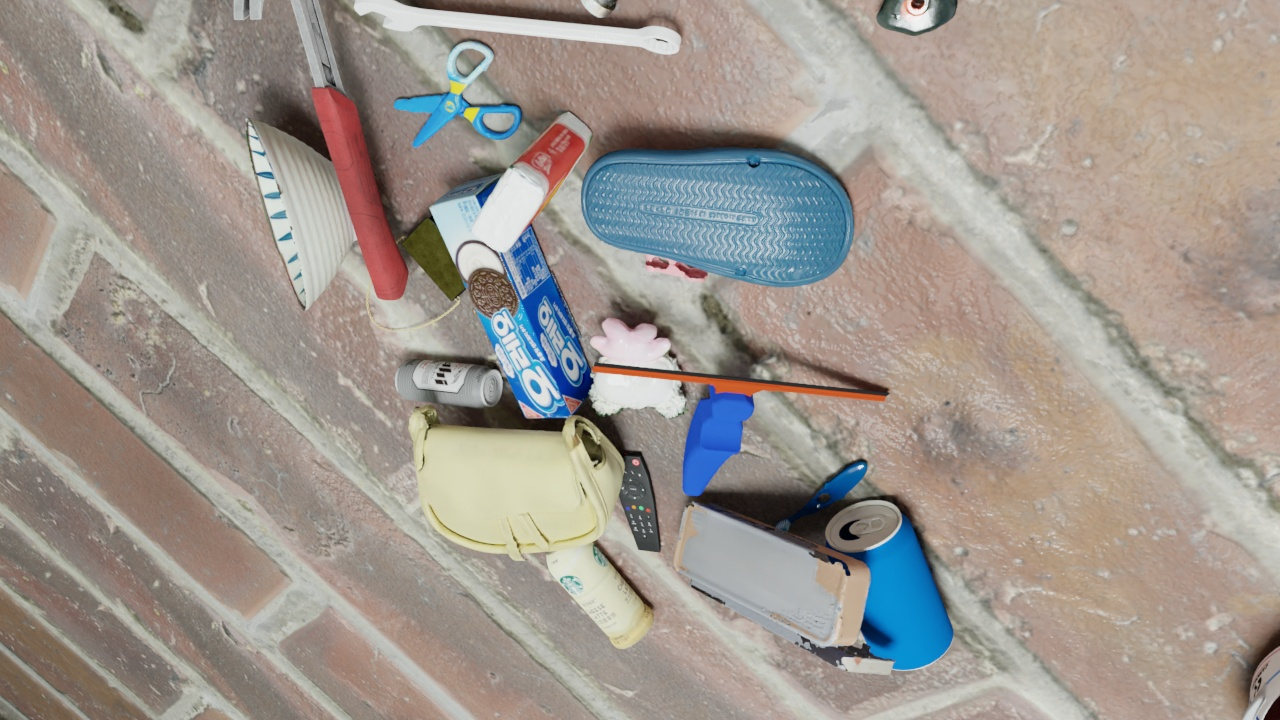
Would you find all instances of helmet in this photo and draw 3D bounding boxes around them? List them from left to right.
[{"bbox_3d":[0.577,0.287,0.616,0.231,0.235,0.315,39,129,0],"label":"helmet"}]

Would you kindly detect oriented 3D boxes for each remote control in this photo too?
[{"bbox_3d":[-0.002,0.147,0.945,0.039,0.010,0.125,1,121,25],"label":"remote control"}]

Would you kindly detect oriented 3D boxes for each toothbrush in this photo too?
[{"bbox_3d":[0.165,0.132,0.853,0.021,0.016,0.133,39,130,-3],"label":"toothbrush"}]

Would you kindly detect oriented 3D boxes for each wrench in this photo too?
[{"bbox_3d":[-0.100,-0.260,0.711,0.274,0.047,0.009,12,87,17],"label":"wrench"}]

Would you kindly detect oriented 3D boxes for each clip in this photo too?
[{"bbox_3d":[0.030,-0.079,0.778,0.058,0.022,0.037,12,128,25],"label":"clip"}]

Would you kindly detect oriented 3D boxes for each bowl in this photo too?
[{"bbox_3d":[-0.302,-0.140,0.844,0.177,0.070,0.178,46,145,45],"label":"bowl"}]

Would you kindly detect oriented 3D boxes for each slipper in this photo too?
[{"bbox_3d":[0.060,-0.121,0.713,0.214,0.059,0.104,10,116,5],"label":"slipper"}]

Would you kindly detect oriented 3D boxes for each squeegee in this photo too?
[{"bbox_3d":[0.068,0.064,0.824,0.249,0.055,0.185,6,138,-9],"label":"squeegee"}]

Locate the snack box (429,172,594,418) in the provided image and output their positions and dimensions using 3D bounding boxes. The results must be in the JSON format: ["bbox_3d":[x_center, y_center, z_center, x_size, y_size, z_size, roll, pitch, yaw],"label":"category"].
[{"bbox_3d":[-0.112,-0.054,0.837,0.060,0.059,0.226,-5,119,32],"label":"snack box"}]

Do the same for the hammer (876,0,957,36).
[{"bbox_3d":[0.208,-0.348,0.511,0.133,0.033,0.334,21,128,10],"label":"hammer"}]

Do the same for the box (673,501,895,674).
[{"bbox_3d":[0.131,0.202,0.844,0.217,0.096,0.105,13,97,54],"label":"box"}]

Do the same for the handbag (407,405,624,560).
[{"bbox_3d":[-0.124,0.120,0.905,0.233,0.088,0.191,1,141,25],"label":"handbag"}]

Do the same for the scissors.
[{"bbox_3d":[-0.163,-0.225,0.777,0.132,0.019,0.105,5,120,21],"label":"scissors"}]

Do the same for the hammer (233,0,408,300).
[{"bbox_3d":[-0.252,-0.191,0.776,0.036,0.125,0.316,8,126,22],"label":"hammer"}]

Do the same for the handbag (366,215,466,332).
[{"bbox_3d":[-0.220,-0.076,0.901,0.084,0.027,0.179,50,133,-9],"label":"handbag"}]

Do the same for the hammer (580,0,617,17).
[{"bbox_3d":[-0.097,-0.401,0.620,0.326,0.036,0.141,45,130,-7],"label":"hammer"}]

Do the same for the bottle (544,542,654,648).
[{"bbox_3d":[-0.054,0.239,1.001,0.057,0.056,0.162,-30,105,36],"label":"bottle"}]

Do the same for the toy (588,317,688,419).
[{"bbox_3d":[-0.005,0.005,0.832,0.096,0.041,0.109,0,127,9],"label":"toy"}]

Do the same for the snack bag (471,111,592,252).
[{"bbox_3d":[-0.085,-0.143,0.731,0.036,0.115,0.077,36,130,-8],"label":"snack bag"}]

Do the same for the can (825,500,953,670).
[{"bbox_3d":[0.225,0.205,0.832,0.079,0.078,0.146,-13,114,31],"label":"can"}]

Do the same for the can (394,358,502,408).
[{"bbox_3d":[-0.196,0.023,0.937,0.107,0.043,0.044,5,123,23],"label":"can"}]
